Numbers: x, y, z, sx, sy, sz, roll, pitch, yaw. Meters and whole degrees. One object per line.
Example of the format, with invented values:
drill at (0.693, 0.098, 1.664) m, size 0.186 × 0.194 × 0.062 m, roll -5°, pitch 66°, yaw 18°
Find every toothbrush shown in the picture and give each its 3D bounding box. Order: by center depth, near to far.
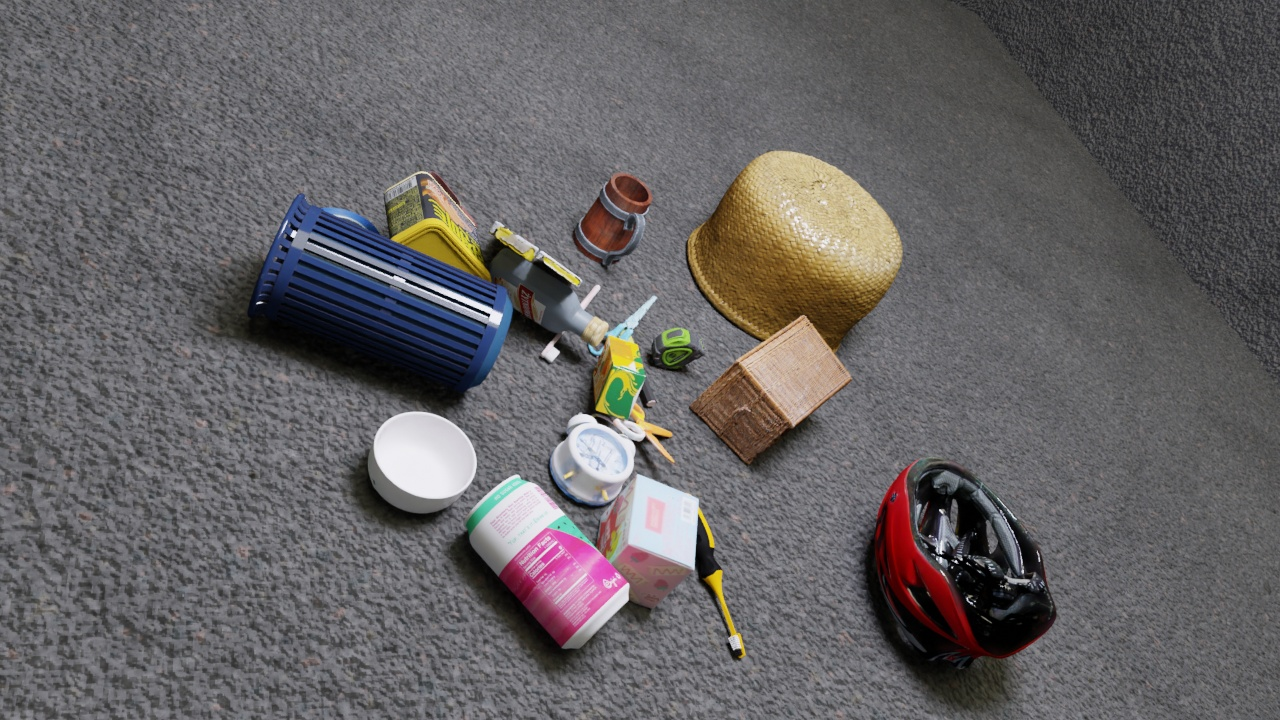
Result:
toothbrush at (0.080, 0.239, 1.038) m, size 0.030 × 0.031 × 0.196 m, roll 25°, pitch 39°, yaw -53°
toothbrush at (-0.087, -0.052, 1.209) m, size 0.018 × 0.016 × 0.180 m, roll 40°, pitch 40°, yaw -7°

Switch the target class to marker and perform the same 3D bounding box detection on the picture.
marker at (-0.007, 0.007, 1.206) m, size 0.021 × 0.018 × 0.123 m, roll 2°, pitch 50°, yaw -34°

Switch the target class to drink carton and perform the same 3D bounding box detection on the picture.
drink carton at (-0.028, 0.018, 1.114) m, size 0.041 × 0.058 × 0.122 m, roll 19°, pitch 17°, yaw -11°

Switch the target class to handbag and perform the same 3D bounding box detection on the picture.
handbag at (-0.264, -0.214, 1.234) m, size 0.055 × 0.029 × 0.119 m, roll 0°, pitch 46°, yaw -38°

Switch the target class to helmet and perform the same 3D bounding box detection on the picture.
helmet at (0.391, 0.245, 1.143) m, size 0.217 × 0.167 × 0.271 m, roll 22°, pitch 42°, yaw -17°

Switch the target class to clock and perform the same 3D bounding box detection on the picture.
clock at (-0.051, 0.108, 1.053) m, size 0.089 × 0.052 × 0.125 m, roll 29°, pitch 37°, yaw -9°

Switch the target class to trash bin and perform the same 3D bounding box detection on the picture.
trash bin at (-0.273, -0.064, 0.993) m, size 0.249 × 0.140 × 0.139 m, roll 23°, pitch 42°, yaw -18°

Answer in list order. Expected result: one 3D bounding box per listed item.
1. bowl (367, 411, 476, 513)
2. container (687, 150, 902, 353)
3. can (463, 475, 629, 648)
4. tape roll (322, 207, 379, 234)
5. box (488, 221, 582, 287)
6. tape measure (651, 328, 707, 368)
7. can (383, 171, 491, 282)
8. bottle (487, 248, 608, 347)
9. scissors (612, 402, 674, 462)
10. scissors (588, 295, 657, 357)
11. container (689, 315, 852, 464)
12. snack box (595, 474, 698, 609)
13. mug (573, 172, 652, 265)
bowl at (-0.224, 0.108, 0.925) m, size 0.105 × 0.054 × 0.104 m, roll 20°, pitch 44°, yaw -21°
container at (0.249, -0.182, 1.438) m, size 0.306 × 0.197 × 0.306 m, roll 20°, pitch 41°, yaw -18°
can at (-0.093, 0.198, 0.904) m, size 0.166 × 0.088 × 0.088 m, roll 45°, pitch 41°, yaw 11°
tape roll at (-0.359, -0.146, 1.102) m, size 0.091 × 0.016 × 0.092 m, roll 46°, pitch 40°, yaw 11°
box at (-0.130, -0.132, 1.159) m, size 0.127 × 0.023 × 0.209 m, roll 30°, pitch 2°, yaw -9°
tape measure at (0.046, -0.018, 1.233) m, size 0.058 × 0.066 × 0.035 m, roll 35°, pitch 36°, yaw -41°
can at (-0.245, -0.146, 1.103) m, size 0.131 × 0.072 × 0.101 m, roll 51°, pitch 15°, yaw -51°
bottle at (-0.115, -0.073, 1.148) m, size 0.161 × 0.072 × 0.046 m, roll 32°, pitch 58°, yaw 6°
scissors at (0.002, 0.081, 1.118) m, size 0.125 × 0.011 × 0.128 m, roll 47°, pitch 18°, yaw 31°
scissors at (-0.018, -0.044, 1.224) m, size 0.056 × 0.015 × 0.136 m, roll 31°, pitch 54°, yaw 16°
container at (0.180, 0.039, 1.234) m, size 0.112 × 0.114 × 0.197 m, roll 51°, pitch 43°, yaw 10°
snack box at (0.004, 0.193, 0.974) m, size 0.079 × 0.095 × 0.092 m, roll 24°, pitch 42°, yaw -14°
mug at (-0.033, -0.191, 1.306) m, size 0.081 × 0.111 × 0.117 m, roll 7°, pitch 48°, yaw -31°
